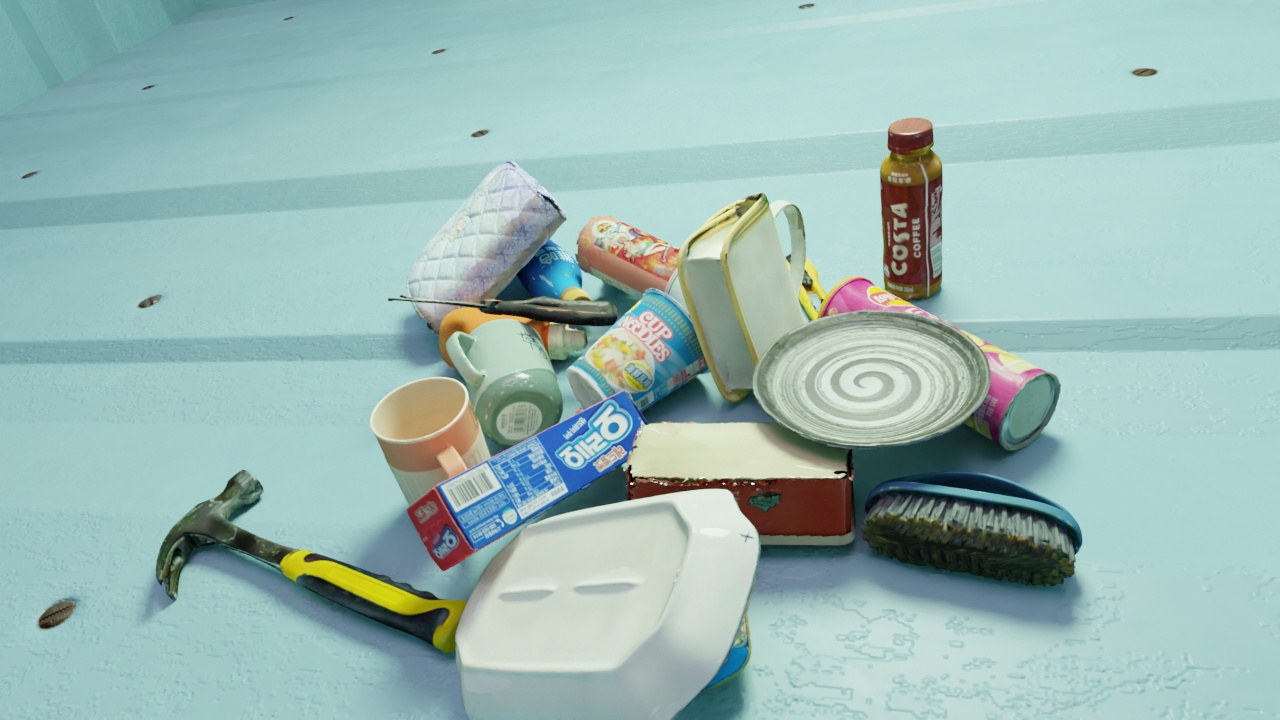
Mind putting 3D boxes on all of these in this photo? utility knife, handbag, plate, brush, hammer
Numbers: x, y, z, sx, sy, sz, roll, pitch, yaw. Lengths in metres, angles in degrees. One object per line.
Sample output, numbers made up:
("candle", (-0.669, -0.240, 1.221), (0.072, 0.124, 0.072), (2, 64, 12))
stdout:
("utility knife", (0.179, -0.071, 0.950), (0.033, 0.015, 0.167), (-16, 35, 0))
("handbag", (-0.178, -0.124, 1.018), (0.194, 0.075, 0.134), (-48, 39, 8))
("plate", (0.178, 0.016, 0.715), (0.179, 0.024, 0.179), (-9, 35, 6))
("handbag", (0.110, -0.067, 0.842), (0.063, 0.163, 0.178), (-2, 31, 36))
("plate", (-0.039, 0.152, 0.580), (0.266, 0.034, 0.161), (-18, 39, 47))
("brush", (0.232, 0.110, 0.645), (0.144, 0.055, 0.073), (7, 41, 26))
("hammer", (-0.268, 0.172, 0.743), (0.324, 0.032, 0.125), (11, 42, 30))

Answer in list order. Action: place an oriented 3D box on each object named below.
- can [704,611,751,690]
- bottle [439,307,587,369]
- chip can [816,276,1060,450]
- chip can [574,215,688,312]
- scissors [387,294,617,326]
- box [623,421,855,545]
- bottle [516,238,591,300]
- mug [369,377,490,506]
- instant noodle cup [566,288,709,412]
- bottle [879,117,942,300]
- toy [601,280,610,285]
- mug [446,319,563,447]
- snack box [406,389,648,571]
("can", (0.026, 0.156, 0.612), (0.057, 0.083, 0.102), (-38, 28, 24))
("bottle", (-0.129, -0.021, 0.946), (0.149, 0.067, 0.066), (1, 37, 6))
("chip can", (0.247, -0.003, 0.785), (0.071, 0.071, 0.210), (-28, 37, -20))
("chip can", (0.027, -0.085, 0.948), (0.215, 0.071, 0.071), (30, 53, 36))
("scissors", (-0.124, -0.053, 0.889), (0.226, 0.022, 0.198), (2, 7, -31))
("box", (0.076, 0.084, 0.699), (0.168, 0.077, 0.091), (-1, 26, 11))
("bottle", (-0.110, -0.105, 1.049), (0.065, 0.065, 0.218), (-23, 37, -15))
("mug", (-0.162, 0.086, 0.762), (0.081, 0.106, 0.114), (-28, 38, -20))
("instant noodle cup", (-0.005, 0.005, 0.845), (0.109, 0.099, 0.099), (-39, 42, -20))
("bottle", (0.262, -0.145, 0.886), (0.057, 0.175, 0.057), (-9, 35, 6))
("toy", (-0.013, -0.118, 1.064), (0.096, 0.031, 0.100), (-35, 36, -23))
("mug", (-0.129, 0.016, 0.849), (0.082, 0.111, 0.106), (-46, 35, 15))
("snack box", (-0.077, 0.087, 0.715), (0.206, 0.057, 0.058), (-26, -8, -45))
